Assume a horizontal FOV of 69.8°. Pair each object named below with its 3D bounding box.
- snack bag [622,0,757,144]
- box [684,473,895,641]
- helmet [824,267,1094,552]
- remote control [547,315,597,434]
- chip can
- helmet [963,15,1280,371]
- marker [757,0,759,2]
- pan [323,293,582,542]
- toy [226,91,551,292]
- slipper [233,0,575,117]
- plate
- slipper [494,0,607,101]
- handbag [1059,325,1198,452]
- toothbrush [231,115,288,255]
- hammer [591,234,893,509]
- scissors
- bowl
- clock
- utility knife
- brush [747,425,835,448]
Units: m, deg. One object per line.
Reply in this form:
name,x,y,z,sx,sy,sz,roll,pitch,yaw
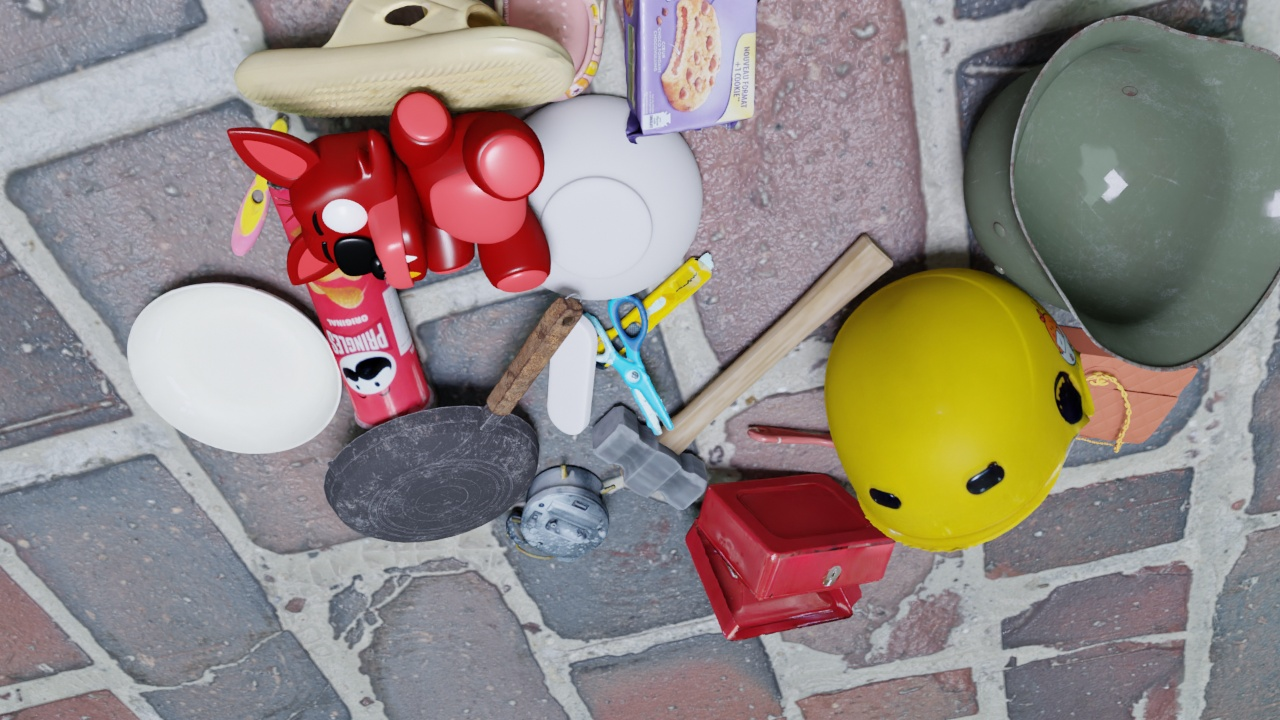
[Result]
snack bag,0.030,-0.261,0.642,0.096,0.058,0.206,-11,122,-17
box,0.143,0.174,0.886,0.157,0.136,0.123,-4,135,-27
helmet,0.237,0.018,0.744,0.210,0.239,0.139,-19,122,35
remote control,-0.063,0.014,0.843,0.043,0.013,0.137,25,132,21
chip can,-0.239,-0.053,0.770,0.073,0.073,0.233,-8,124,3
helmet,0.339,-0.132,0.687,0.267,0.154,0.227,36,91,-29
marker,0.115,-0.303,0.653,0.022,0.016,0.139,45,113,-2
pan,-0.147,0.068,0.820,0.207,0.040,0.358,10,135,-38
toy,-0.166,-0.110,0.651,0.197,0.120,0.159,-8,148,-8
slipper,-0.164,-0.218,0.638,0.262,0.111,0.079,1,87,21
plate,-0.359,0.003,0.826,0.182,0.034,0.183,-1,124,-2
slipper,-0.060,-0.268,0.629,0.093,0.081,0.198,-1,126,-4
handbag,0.414,0.031,0.868,0.172,0.060,0.109,7,127,-7
toothbrush,-0.308,-0.140,0.744,0.021,0.016,0.136,22,122,-19
hammer,0.098,0.009,0.846,0.117,0.051,0.324,36,113,-24
scissors,-0.002,0.006,0.823,0.083,0.015,0.140,-33,91,21
bowl,-0.036,-0.118,0.739,0.176,0.066,0.177,-1,124,-2
clock,-0.083,0.163,0.936,0.090,0.052,0.130,26,118,-19
utility knife,0.007,-0.043,0.824,0.030,0.017,0.156,37,112,-28
brush,0.191,0.071,0.898,0.172,0.041,0.030,7,106,-4
